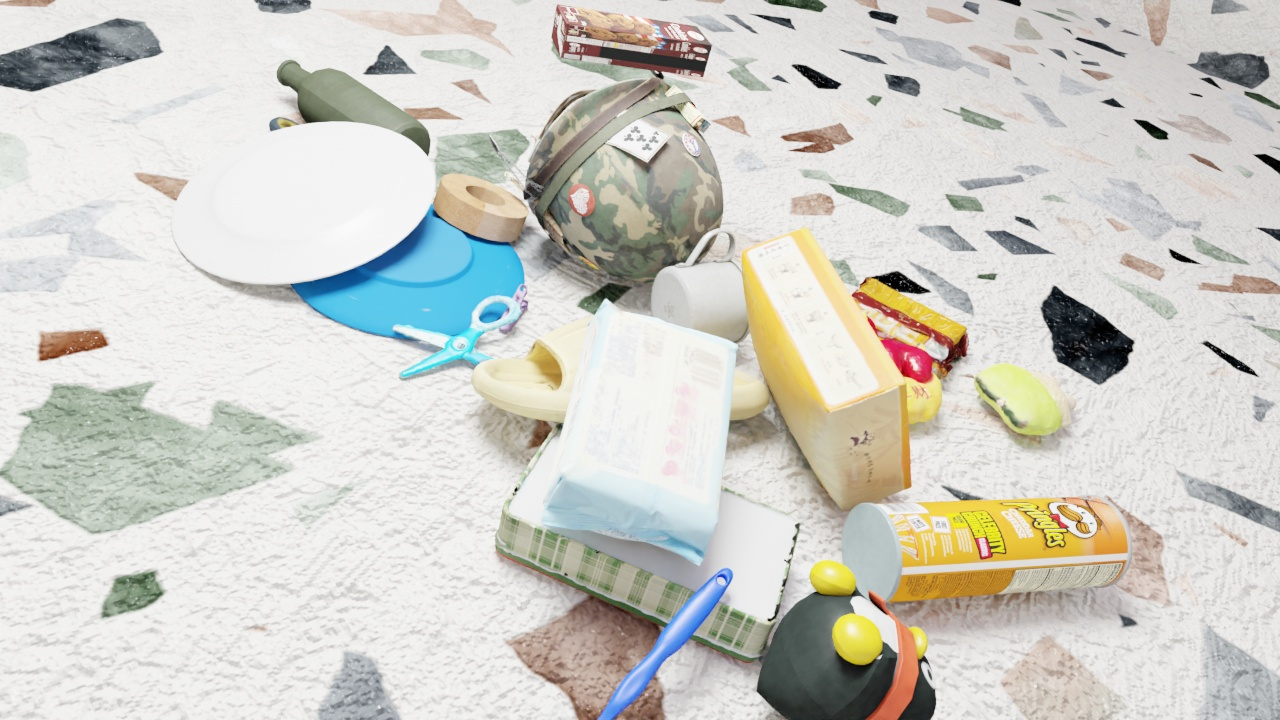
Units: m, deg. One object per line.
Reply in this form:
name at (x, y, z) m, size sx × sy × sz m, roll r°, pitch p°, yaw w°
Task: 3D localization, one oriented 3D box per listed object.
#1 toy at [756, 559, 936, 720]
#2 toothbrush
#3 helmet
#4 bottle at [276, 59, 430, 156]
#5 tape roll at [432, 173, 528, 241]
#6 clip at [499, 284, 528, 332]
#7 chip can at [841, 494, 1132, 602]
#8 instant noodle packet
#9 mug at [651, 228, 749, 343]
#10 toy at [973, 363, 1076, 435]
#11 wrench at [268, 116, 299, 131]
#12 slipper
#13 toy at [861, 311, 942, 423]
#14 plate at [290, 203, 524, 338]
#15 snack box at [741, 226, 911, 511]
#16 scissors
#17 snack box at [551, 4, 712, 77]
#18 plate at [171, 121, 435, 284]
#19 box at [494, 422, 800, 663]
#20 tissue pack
toy at (0.140, 0.203, 0.586) m, size 0.119 × 0.100 × 0.097 m, roll 35°, pitch 16°, yaw -15°
toothbrush at (0.001, 0.193, 0.563) m, size 0.016 × 0.018 × 0.182 m, roll 39°, pitch 62°, yaw 15°
helmet at (-0.024, -0.193, 0.914) m, size 0.224 × 0.193 × 0.236 m, roll 39°, pitch 14°, yaw -53°
bottle at (-0.323, -0.273, 1.006) m, size 0.207 × 0.072 × 0.071 m, roll 35°, pitch 42°, yaw 22°
tape roll at (-0.163, -0.157, 0.939) m, size 0.094 × 0.027 × 0.093 m, roll 22°, pitch 24°, yaw -10°
clip at (-0.116, -0.046, 0.855) m, size 0.014 × 0.046 × 0.050 m, roll 20°, pitch 82°, yaw 7°
chip can at (0.270, 0.145, 0.716) m, size 0.214 × 0.075 × 0.075 m, roll 1°, pitch 41°, yaw -19°
instant noodle packet at (0.276, -0.033, 0.964) m, size 0.135 × 0.040 × 0.098 m, roll 31°, pitch 41°, yaw 19°
mug at (0.058, -0.067, 0.867) m, size 0.070 × 0.113 × 0.084 m, roll -10°, pitch 19°, yaw -27°
toy at (0.390, 0.037, 0.917) m, size 0.115 × 0.046 × 0.092 m, roll -4°, pitch 43°, yaw -35°
wrench at (-0.307, -0.192, 0.934) m, size 0.073 × 0.022 × 0.273 m, roll -25°, pitch 48°, yaw -38°
slipper at (-0.004, 0.004, 0.755) m, size 0.261 × 0.079 × 0.111 m, roll 3°, pitch 18°, yaw -26°
toy at (0.236, 0.004, 0.887) m, size 0.105 × 0.067 × 0.137 m, roll -20°, pitch 56°, yaw -27°
plate at (-0.220, -0.101, 0.874) m, size 0.224 × 0.024 × 0.223 m, roll 10°, pitch 39°, yaw -9°
snack box at (0.149, 0.009, 0.776) m, size 0.080 × 0.145 × 0.195 m, roll -21°, pitch 47°, yaw 1°
scissors at (-0.143, -0.006, 0.792) m, size 0.133 × 0.012 × 0.134 m, roll -29°, pitch 65°, yaw -35°
snack box at (-0.009, -0.301, 0.865) m, size 0.140 × 0.032 × 0.051 m, roll 2°, pitch 38°, yaw -19°
plate at (-0.316, -0.160, 0.862) m, size 0.242 × 0.016 × 0.242 m, roll -1°, pitch 48°, yaw 1°
box at (0.008, 0.127, 0.665) m, size 0.205 × 0.050 × 0.117 m, roll 21°, pitch 36°, yaw 5°
tissue pack at (0.002, 0.050, 0.640) m, size 0.112 × 0.070 × 0.181 m, roll 19°, pitch 54°, yaw -10°
